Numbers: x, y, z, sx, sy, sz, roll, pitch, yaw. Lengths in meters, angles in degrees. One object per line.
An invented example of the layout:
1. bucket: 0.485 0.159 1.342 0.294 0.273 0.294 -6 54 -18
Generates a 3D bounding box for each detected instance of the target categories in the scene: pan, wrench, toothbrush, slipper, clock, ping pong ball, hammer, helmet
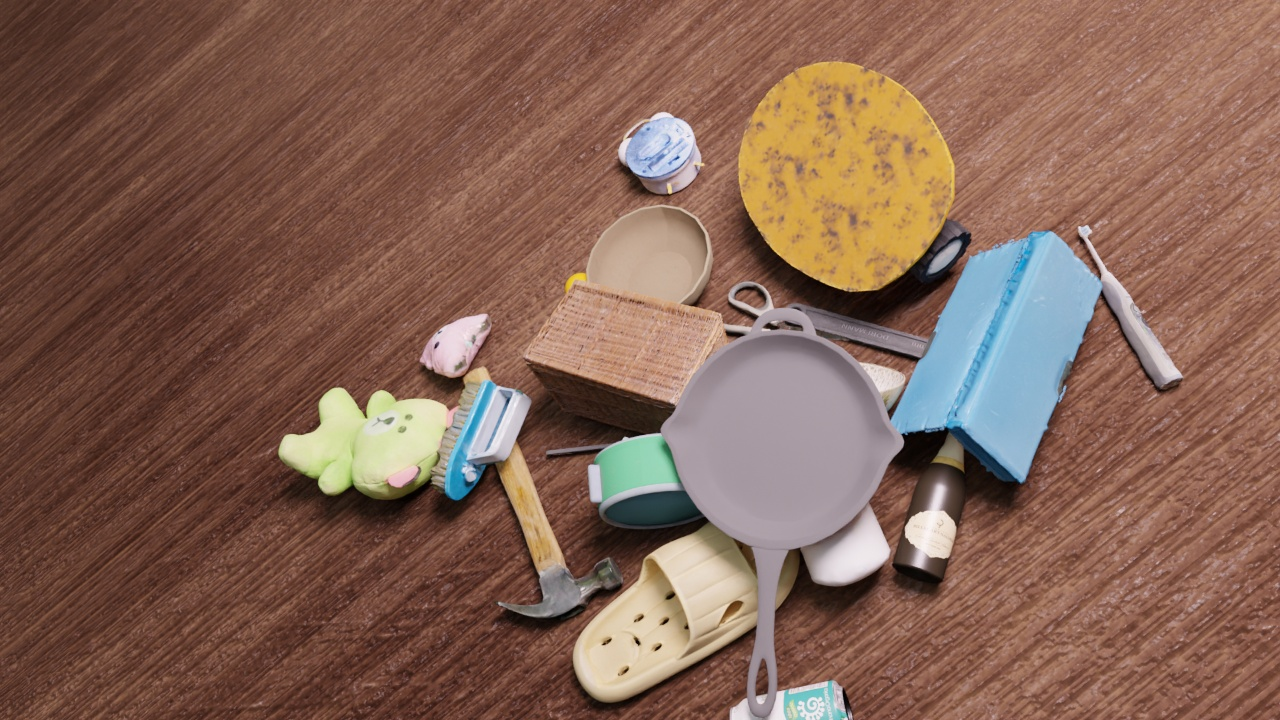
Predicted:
1. pan: 0.119 0.131 0.814 0.217 0.024 0.354 1 82 23
2. wrench: 0.271 -0.016 0.942 0.273 0.018 0.073 18 74 31
3. toothbrush: 0.460 -0.055 0.876 0.024 0.022 0.185 -45 48 41
4. slipper: 0.038 0.232 0.883 0.261 0.079 0.111 -38 60 3
5. clock: 0.035 0.115 0.917 0.162 0.122 0.075 -12 62 11
6. ping pong ball: -0.071 -0.086 1.108 0.040 0.040 0.040 -10 62 19
7. hammer: -0.139 0.140 1.033 0.132 0.033 0.330 -33 56 7
8. clock: 0.023 -0.263 1.149 0.089 0.052 0.125 -39 57 2
9. helmet: 0.237 -0.189 0.971 0.255 0.131 0.206 51 122 28
10. toothbrush: -0.029 0.094 1.018 0.168 0.013 0.013 -8 70 20

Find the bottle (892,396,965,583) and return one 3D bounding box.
1. bottle: 0.283 0.113 0.855 0.045 0.045 0.184 13 69 28

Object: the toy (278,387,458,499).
1. toy: -0.311 0.104 1.088 0.197 0.107 0.149 14 48 19

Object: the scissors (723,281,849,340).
1. scissors: 0.140 -0.028 0.997 0.150 0.012 0.164 -33 52 10

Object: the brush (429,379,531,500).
1. brush: -0.180 0.093 1.023 0.075 0.055 0.135 10 69 33

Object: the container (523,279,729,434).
1. container: -0.006 0.006 0.982 0.199 0.113 0.113 15 62 29

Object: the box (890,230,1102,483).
1. box: 0.334 -0.002 0.870 0.231 0.094 0.112 -59 18 -21

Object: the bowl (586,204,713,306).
1. bowl: 0.016 -0.104 1.073 0.152 0.050 0.152 -10 62 19

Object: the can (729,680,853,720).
1. can: 0.134 0.320 0.810 0.102 0.055 0.054 -17 60 14

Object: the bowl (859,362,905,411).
1. bowl: 0.185 0.044 0.902 0.145 0.144 0.063 4 104 25

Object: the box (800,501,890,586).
1. box: 0.172 0.135 0.880 0.084 0.136 0.147 -22 83 6

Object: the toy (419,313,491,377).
1. toy: -0.236 -0.015 1.138 0.096 0.053 0.098 -7 44 37
